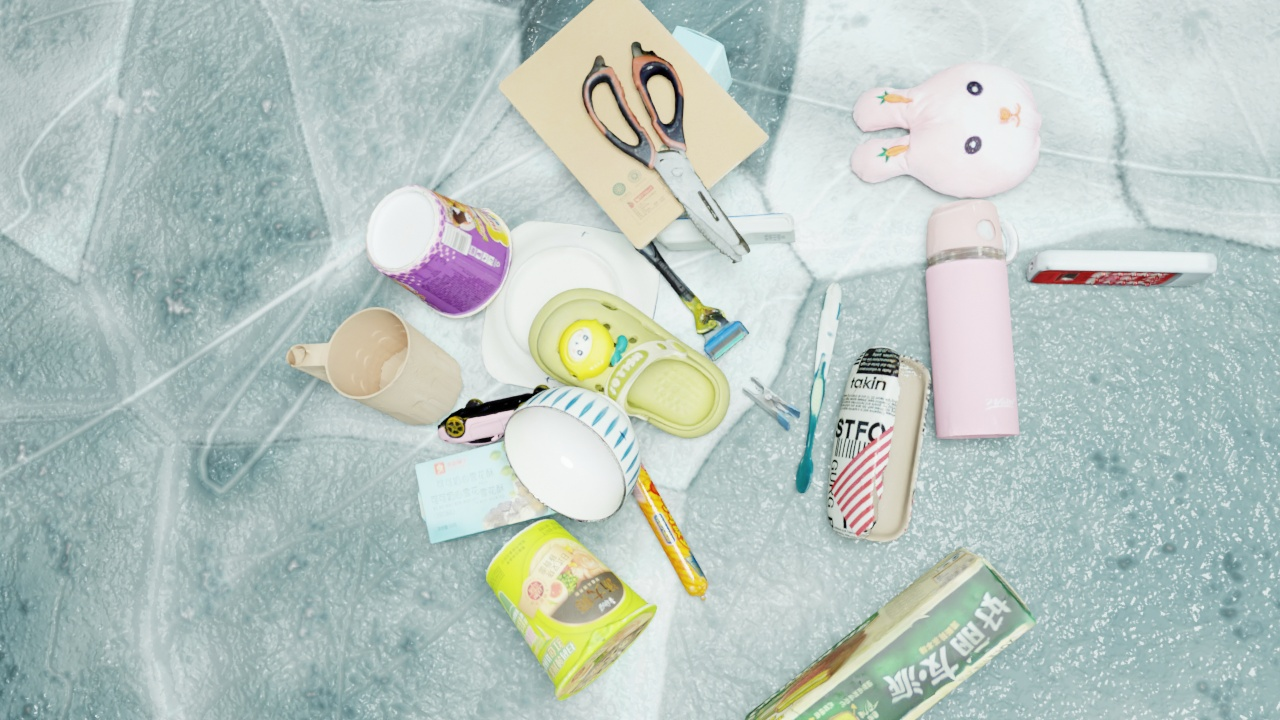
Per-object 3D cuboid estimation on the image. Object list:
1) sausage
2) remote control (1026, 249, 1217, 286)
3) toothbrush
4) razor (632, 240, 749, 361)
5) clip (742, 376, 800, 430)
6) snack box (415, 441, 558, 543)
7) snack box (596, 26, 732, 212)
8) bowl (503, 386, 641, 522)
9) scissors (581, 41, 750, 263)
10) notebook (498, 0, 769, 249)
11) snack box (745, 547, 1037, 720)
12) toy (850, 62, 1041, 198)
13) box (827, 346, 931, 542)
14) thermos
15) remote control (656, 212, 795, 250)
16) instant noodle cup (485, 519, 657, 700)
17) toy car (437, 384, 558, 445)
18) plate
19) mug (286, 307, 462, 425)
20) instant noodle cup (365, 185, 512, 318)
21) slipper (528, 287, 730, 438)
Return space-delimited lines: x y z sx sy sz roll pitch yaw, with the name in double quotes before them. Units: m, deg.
"sausage" 0.016 0.140 0.821 0.021 0.021 0.165 -31 78 5
"remote control" 0.395 -0.075 0.760 0.136 0.056 0.020 3 81 11
"toothbrush" 0.158 0.023 0.814 0.016 0.018 0.191 9 82 12
"razor" 0.038 -0.064 0.842 0.042 0.022 0.142 -40 81 -2
"clip" 0.116 0.037 0.816 0.058 0.026 0.038 38 79 21
"snack box" -0.113 0.110 0.834 0.175 0.051 0.074 -15 81 8
"snack box" 0.021 -0.209 0.842 0.051 0.074 0.175 28 88 13
"bowl" -0.048 0.068 0.757 0.116 0.066 0.117 18 130 22
"scissors" 0.036 -0.180 0.777 0.209 0.015 0.185 19 85 13
"notebook" -0.010 -0.219 0.806 0.148 0.008 0.207 -41 76 3
"snack box" 0.188 0.247 0.724 0.240 0.114 0.063 -40 78 3
"toy" 0.266 -0.200 0.807 0.160 0.054 0.121 0 81 19
"box" 0.207 0.073 0.779 0.087 0.076 0.163 11 83 -27
"thermos" 0.286 -0.033 0.776 0.087 0.067 0.198 3 80 -21
"remote control" 0.077 -0.116 0.831 0.125 0.049 0.024 -2 84 11
"instant noodle cup" -0.067 0.206 0.789 0.111 0.111 0.123 -47 69 2
"toy car" -0.127 0.053 0.841 0.122 0.056 0.037 -13 106 17
"plate" -0.069 -0.050 0.858 0.164 0.034 0.163 9 85 12
"mug" -0.240 0.010 0.842 0.125 0.103 0.084 -3 70 17
"instant noodle cup" -0.191 -0.105 0.844 0.112 0.099 0.111 -7 74 26
"slipper" -0.005 0.005 0.793 0.190 0.081 0.091 29 92 -8
